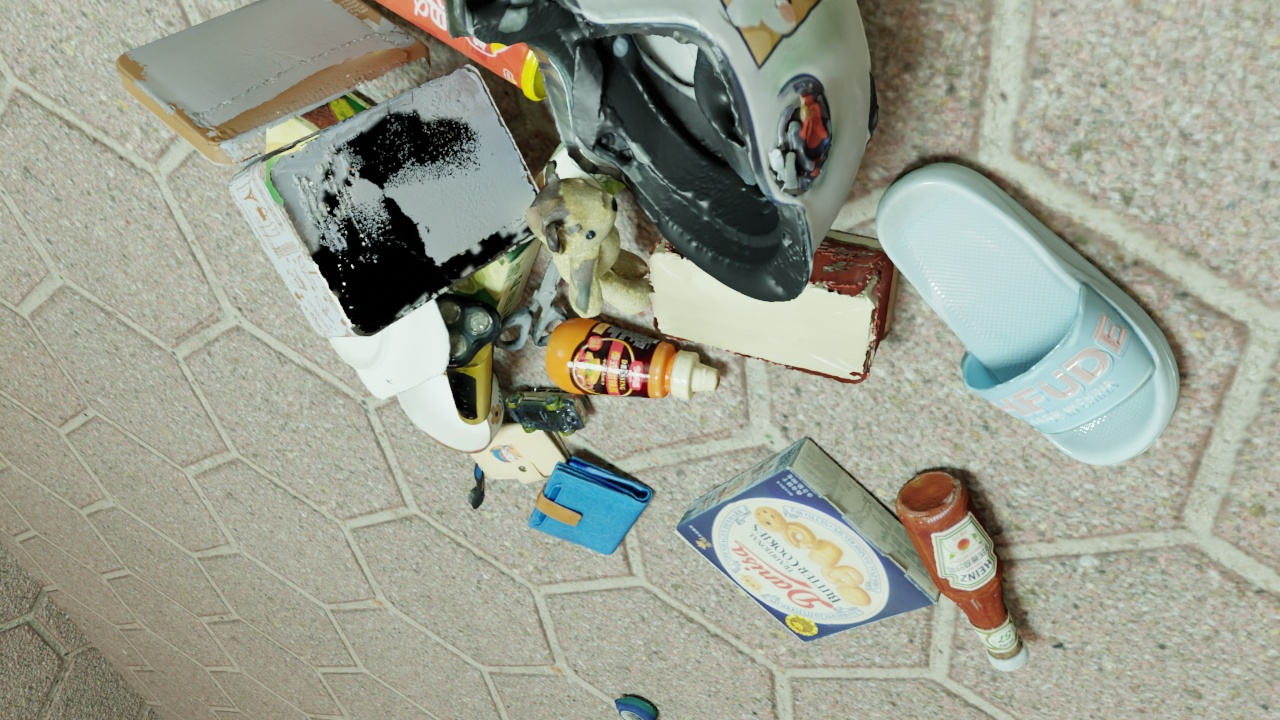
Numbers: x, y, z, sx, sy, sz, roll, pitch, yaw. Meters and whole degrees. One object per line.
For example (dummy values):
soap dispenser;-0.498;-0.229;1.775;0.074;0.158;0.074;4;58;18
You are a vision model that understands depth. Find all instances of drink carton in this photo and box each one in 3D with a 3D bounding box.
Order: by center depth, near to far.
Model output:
drink carton;-0.046;-0.138;0.686;0.053;0.045;0.123;38;142;-18

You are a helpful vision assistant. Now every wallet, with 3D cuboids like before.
wallet;-0.057;0.157;0.971;0.106;0.040;0.133;22;139;-6
wallet;-0.130;0.100;0.978;0.115;0.024;0.087;-9;132;28

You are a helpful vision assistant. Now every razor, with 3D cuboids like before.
razor;-0.150;0.007;0.793;0.062;0.067;0.168;16;147;3

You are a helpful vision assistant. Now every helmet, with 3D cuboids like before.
helmet;0.032;-0.175;0.507;0.274;0.156;0.230;43;173;-28

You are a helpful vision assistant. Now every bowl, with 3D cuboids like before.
bowl;-0.183;0.033;0.926;0.113;0.062;0.114;18;135;18

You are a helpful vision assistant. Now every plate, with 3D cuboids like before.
plate;-0.227;-0.050;0.752;0.165;0.034;0.163;-21;90;48

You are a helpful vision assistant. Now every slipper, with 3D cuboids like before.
slipper;0.243;-0.022;0.584;0.245;0.074;0.104;44;137;-8

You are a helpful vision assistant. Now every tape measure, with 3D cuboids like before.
tape measure;-0.003;0.483;1.259;0.055;0.025;0.058;-11;126;37

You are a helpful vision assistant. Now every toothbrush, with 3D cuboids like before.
toothbrush;-0.183;0.114;1.040;0.016;0.014;0.190;47;144;26

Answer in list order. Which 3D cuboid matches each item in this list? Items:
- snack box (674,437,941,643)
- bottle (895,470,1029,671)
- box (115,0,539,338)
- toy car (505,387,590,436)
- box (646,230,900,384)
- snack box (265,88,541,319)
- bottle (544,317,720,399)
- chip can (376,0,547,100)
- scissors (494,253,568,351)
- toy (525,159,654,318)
snack box;0.152;0.174;0.850;0.178;0.045;0.183;42;138;-7
bottle;0.275;0.182;0.764;0.060;0.059;0.206;-11;122;40
box;-0.207;-0.154;0.635;0.273;0.178;0.126;51;149;2
toy car;-0.092;0.048;0.900;0.091;0.035;0.042;-1;126;35
box;0.090;-0.046;0.657;0.168;0.079;0.091;15;136;21
snack box;-0.203;-0.131;0.783;0.240;0.063;0.115;33;142;1
bottle;-0.005;0.005;0.786;0.149;0.066;0.067;10;134;16
chip can;-0.142;-0.260;0.615;0.216;0.073;0.073;33;139;4
scissors;-0.087;-0.054;0.764;0.136;0.014;0.175;-22;157;7
toy;-0.029;-0.077;0.641;0.066;0.105;0.157;-13;159;16
